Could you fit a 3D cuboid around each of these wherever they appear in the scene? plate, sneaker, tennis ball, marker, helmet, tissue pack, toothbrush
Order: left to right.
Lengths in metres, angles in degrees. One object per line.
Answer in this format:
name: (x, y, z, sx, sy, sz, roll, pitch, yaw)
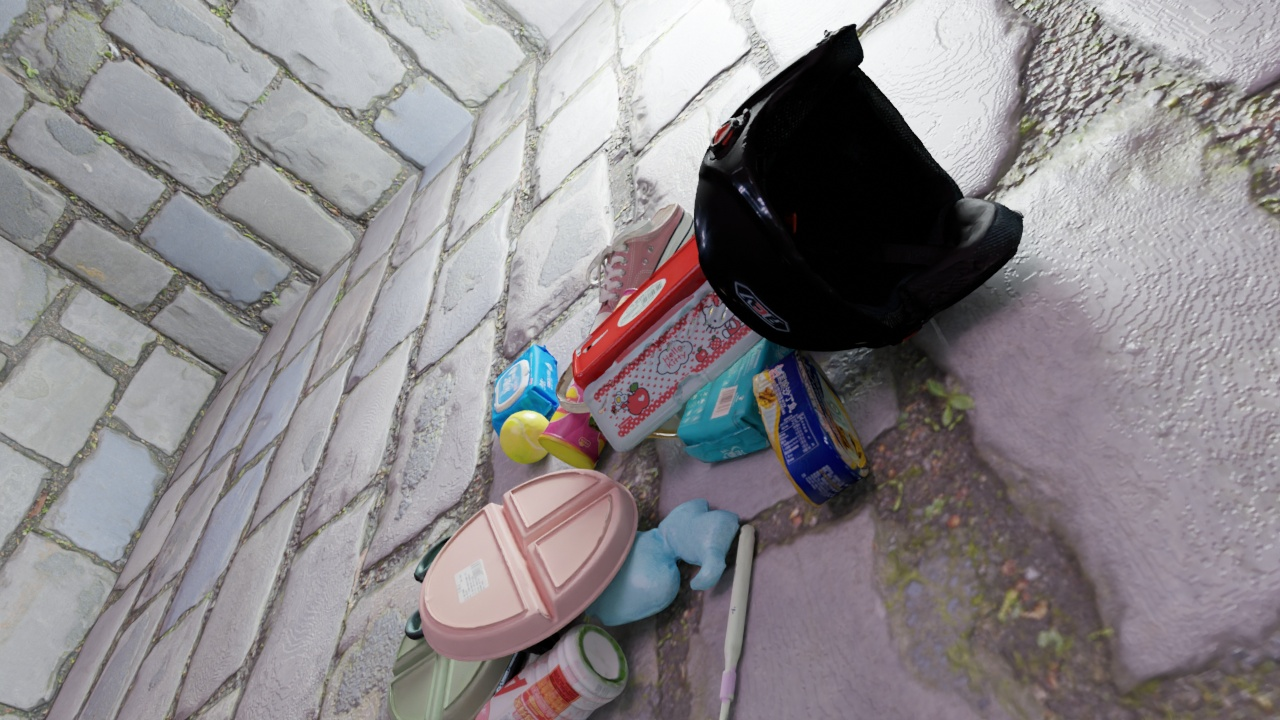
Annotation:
plate: (-0.203, 0.306, 1.007, 0.231, 0.027, 0.229, -36, 31, 26)
marker: (-0.138, 0.328, 0.893, 0.018, 0.015, 0.123, -9, 47, 47)
plate: (-0.109, 0.179, 0.854, 0.230, 0.028, 0.229, -24, 26, 12)
tissue pack: (-0.155, 0.046, 1.227, 0.095, 0.052, 0.157, -41, 28, 18)
tennis ball: (-0.140, 0.095, 1.131, 0.066, 0.065, 0.065, -37, 30, 26)
sneaker: (-0.015, -0.117, 1.177, 0.118, 0.088, 0.240, -3, 52, 55)
toothbrush: (0.071, 0.210, 0.717, 0.020, 0.029, 0.189, 8, 50, 10)
tissue pack: (0.094, 0.028, 0.872, 0.093, 0.050, 0.133, -20, 40, 47)
helmet: (0.153, -0.118, 0.760, 0.231, 0.233, 0.273, -36, 12, 50)

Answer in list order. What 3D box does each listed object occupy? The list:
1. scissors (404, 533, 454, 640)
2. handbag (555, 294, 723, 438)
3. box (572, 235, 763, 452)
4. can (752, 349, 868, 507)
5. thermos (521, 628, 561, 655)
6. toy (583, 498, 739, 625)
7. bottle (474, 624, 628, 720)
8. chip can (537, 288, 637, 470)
scissors: (-0.218, 0.234, 1.070, 0.177, 0.019, 0.172, -51, 26, 2)
handbag: (-0.006, 0.006, 0.987, 0.179, 0.063, 0.163, -5, 57, 33)
box: (0.019, -0.022, 0.902, 0.201, 0.063, 0.160, -42, 44, 16)
can: (0.138, 0.051, 0.752, 0.049, 0.074, 0.148, -37, 31, 19)
thermos: (-0.100, 0.217, 0.900, 0.093, 0.093, 0.142, -20, 33, 45)
toy: (0.009, 0.182, 0.813, 0.156, 0.050, 0.161, -47, 28, -15)
bottle: (-0.096, 0.310, 0.802, 0.197, 0.068, 0.068, -45, 27, 21)
chip can: (-0.037, 0.020, 1.058, 0.072, 0.071, 0.210, -3, 54, 56)
